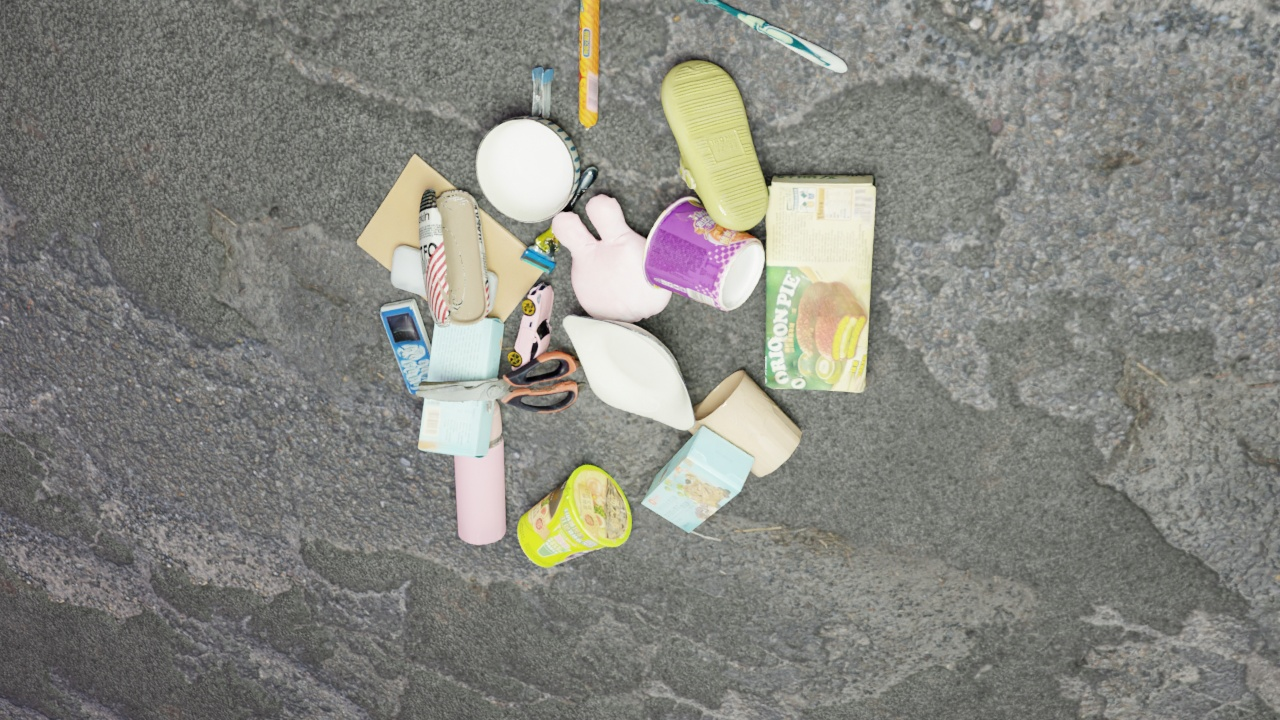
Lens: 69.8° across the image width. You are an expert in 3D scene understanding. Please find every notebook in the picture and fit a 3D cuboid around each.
[{"bbox_3d":[-0.235,-0.133,1.136,0.207,0.008,0.148,40,115,-5],"label":"notebook"}]

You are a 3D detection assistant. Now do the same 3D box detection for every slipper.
[{"bbox_3d":[0.069,-0.221,0.976,0.082,0.091,0.190,-29,80,60],"label":"slipper"}]

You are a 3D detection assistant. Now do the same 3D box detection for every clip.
[{"bbox_3d":[-0.111,-0.299,1.029,0.038,0.026,0.058,16,123,19],"label":"clip"}]

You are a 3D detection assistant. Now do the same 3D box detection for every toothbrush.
[{"bbox_3d":[0.130,-0.346,0.955,0.191,0.018,0.016,28,115,1],"label":"toothbrush"}]

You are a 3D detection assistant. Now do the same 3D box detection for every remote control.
[{"bbox_3d":[-0.243,-0.100,1.135,0.136,0.020,0.056,17,114,6],"label":"remote control"},{"bbox_3d":[-0.295,-0.017,1.190,0.049,0.024,0.125,-9,111,16],"label":"remote control"}]

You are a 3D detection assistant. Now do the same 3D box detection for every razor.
[{"bbox_3d":[-0.091,-0.170,1.079,0.042,0.022,0.143,23,116,-27],"label":"razor"}]

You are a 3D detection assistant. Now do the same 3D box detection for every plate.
[{"bbox_3d":[-0.006,0.006,1.093,0.164,0.034,0.164,17,143,34],"label":"plate"}]

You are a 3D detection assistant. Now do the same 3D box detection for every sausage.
[{"bbox_3d":[-0.056,-0.334,1.001,0.021,0.021,0.165,7,113,10],"label":"sausage"}]

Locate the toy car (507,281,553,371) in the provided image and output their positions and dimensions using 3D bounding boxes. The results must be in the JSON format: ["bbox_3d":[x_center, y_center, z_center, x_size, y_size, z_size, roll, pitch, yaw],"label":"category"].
[{"bbox_3d":[-0.129,-0.037,1.126,0.037,0.056,0.123,21,115,8],"label":"toy car"}]

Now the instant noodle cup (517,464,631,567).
[{"bbox_3d":[-0.094,0.213,1.200,0.124,0.111,0.111,-33,102,30],"label":"instant noodle cup"}]

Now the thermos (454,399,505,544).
[{"bbox_3d":[-0.221,0.141,1.222,0.087,0.067,0.199,20,120,37],"label":"thermos"}]

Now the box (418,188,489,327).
[{"bbox_3d":[-0.218,-0.122,1.088,0.076,0.087,0.163,-8,91,61],"label":"box"}]

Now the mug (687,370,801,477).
[{"bbox_3d":[0.119,0.084,1.113,0.103,0.084,0.125,44,139,-9],"label":"mug"}]

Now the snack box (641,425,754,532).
[{"bbox_3d":[0.067,0.149,1.118,0.074,0.051,0.175,31,147,-2],"label":"snack box"}]

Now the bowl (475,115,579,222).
[{"bbox_3d":[-0.121,-0.221,1.040,0.116,0.066,0.117,5,114,12],"label":"bowl"}]

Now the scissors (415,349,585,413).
[{"bbox_3d":[-0.161,0.021,1.096,0.185,0.015,0.208,-46,134,-2],"label":"scissors"}]

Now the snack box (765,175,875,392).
[{"bbox_3d":[0.199,-0.085,1.024,0.114,0.063,0.240,2,113,13],"label":"snack box"}]

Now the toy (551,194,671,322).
[{"bbox_3d":[-0.033,-0.115,1.068,0.121,0.054,0.159,-19,114,20],"label":"toy"}]

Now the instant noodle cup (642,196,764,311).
[{"bbox_3d":[0.074,-0.111,1.000,0.099,0.111,0.112,28,119,29],"label":"instant noodle cup"}]

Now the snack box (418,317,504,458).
[{"bbox_3d":[-0.220,0.031,1.131,0.074,0.051,0.175,6,87,10],"label":"snack box"}]
